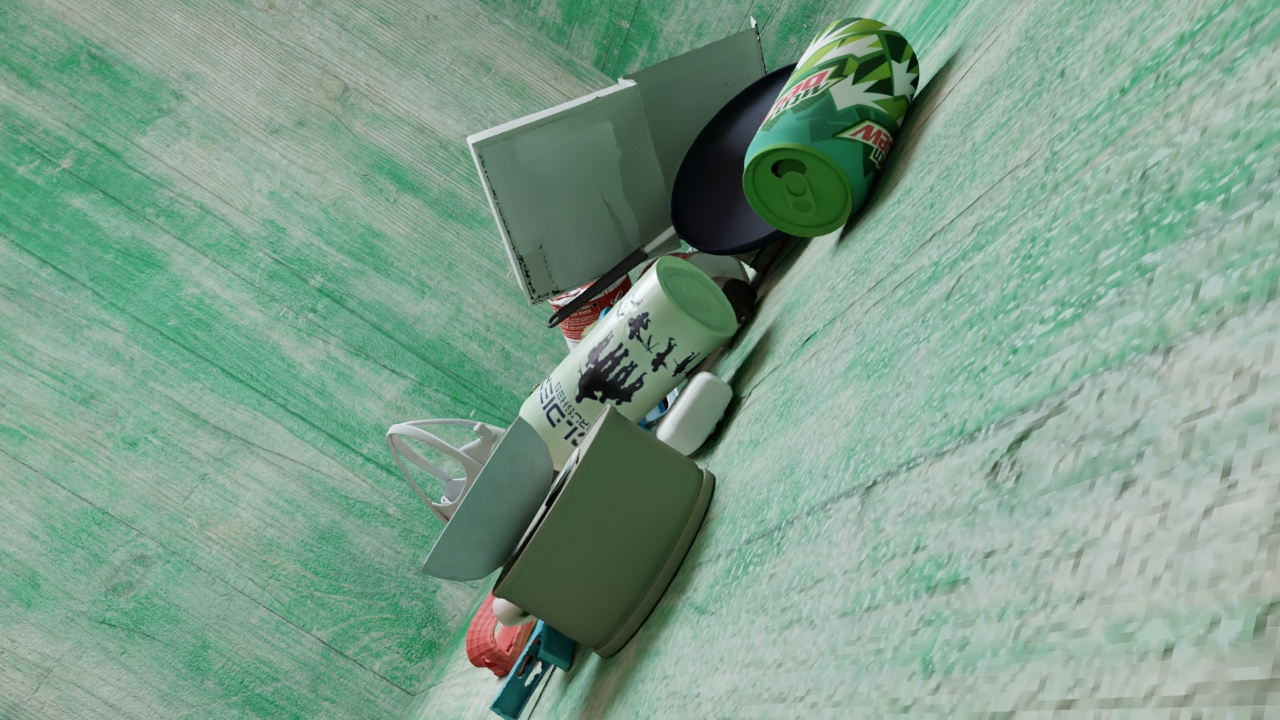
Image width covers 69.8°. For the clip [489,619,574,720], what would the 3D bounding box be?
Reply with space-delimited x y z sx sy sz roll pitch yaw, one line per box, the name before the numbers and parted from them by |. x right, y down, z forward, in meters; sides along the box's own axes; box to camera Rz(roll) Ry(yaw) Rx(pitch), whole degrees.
clip | -0.067 0.203 0.666 0.103 0.027 0.119 -48 6 30

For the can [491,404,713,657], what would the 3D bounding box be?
can | -0.021 0.098 0.534 0.128 0.073 0.127 -57 3 5

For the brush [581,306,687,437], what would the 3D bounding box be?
brush | -0.005 0.005 0.787 0.075 0.055 0.135 -37 52 25

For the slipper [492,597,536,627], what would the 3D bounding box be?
slipper | -0.059 0.131 0.686 0.107 0.055 0.221 -32 6 13

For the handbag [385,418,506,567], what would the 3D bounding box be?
handbag | -0.142 0.114 0.893 0.216 0.222 0.095 -54 6 50

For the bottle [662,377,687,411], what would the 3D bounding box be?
bottle | -0.014 0.027 0.880 0.111 0.099 0.098 -61 1 27

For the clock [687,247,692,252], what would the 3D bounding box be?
clock | 0.056 -0.056 0.979 0.091 0.044 0.122 128 156 -74

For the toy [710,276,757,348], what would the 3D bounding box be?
toy | 0.054 -0.033 0.786 0.076 0.062 0.100 -8 -20 -45

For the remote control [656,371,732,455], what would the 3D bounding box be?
remote control | 0.037 0.037 0.640 0.060 0.028 0.114 -56 0 -8

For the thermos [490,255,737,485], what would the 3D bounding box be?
thermos | -0.032 0.021 0.706 0.232 0.082 0.082 -45 9 31

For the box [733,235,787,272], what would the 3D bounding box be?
box | 0.151 -0.183 0.863 0.206 0.051 0.117 -57 6 15

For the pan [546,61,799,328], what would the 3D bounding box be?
pan | 0.049 -0.129 0.811 0.357 0.021 0.198 -36 40 21

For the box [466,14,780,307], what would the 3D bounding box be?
box | 0.020 -0.205 0.905 0.367 0.166 0.098 -26 28 -17

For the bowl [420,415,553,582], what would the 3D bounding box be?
bowl | -0.083 0.087 0.541 0.106 0.039 0.106 -58 3 5

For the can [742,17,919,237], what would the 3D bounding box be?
can | 0.129 -0.158 0.619 0.143 0.083 0.083 -60 4 -32

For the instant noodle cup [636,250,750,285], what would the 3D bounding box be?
instant noodle cup | 0.053 -0.064 0.874 0.097 0.097 0.109 -58 10 -11

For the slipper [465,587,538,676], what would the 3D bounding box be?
slipper | -0.123 0.241 0.859 0.103 0.059 0.249 -60 2 -26

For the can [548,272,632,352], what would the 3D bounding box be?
can | -0.036 -0.030 0.951 0.087 0.116 0.086 -16 28 9
